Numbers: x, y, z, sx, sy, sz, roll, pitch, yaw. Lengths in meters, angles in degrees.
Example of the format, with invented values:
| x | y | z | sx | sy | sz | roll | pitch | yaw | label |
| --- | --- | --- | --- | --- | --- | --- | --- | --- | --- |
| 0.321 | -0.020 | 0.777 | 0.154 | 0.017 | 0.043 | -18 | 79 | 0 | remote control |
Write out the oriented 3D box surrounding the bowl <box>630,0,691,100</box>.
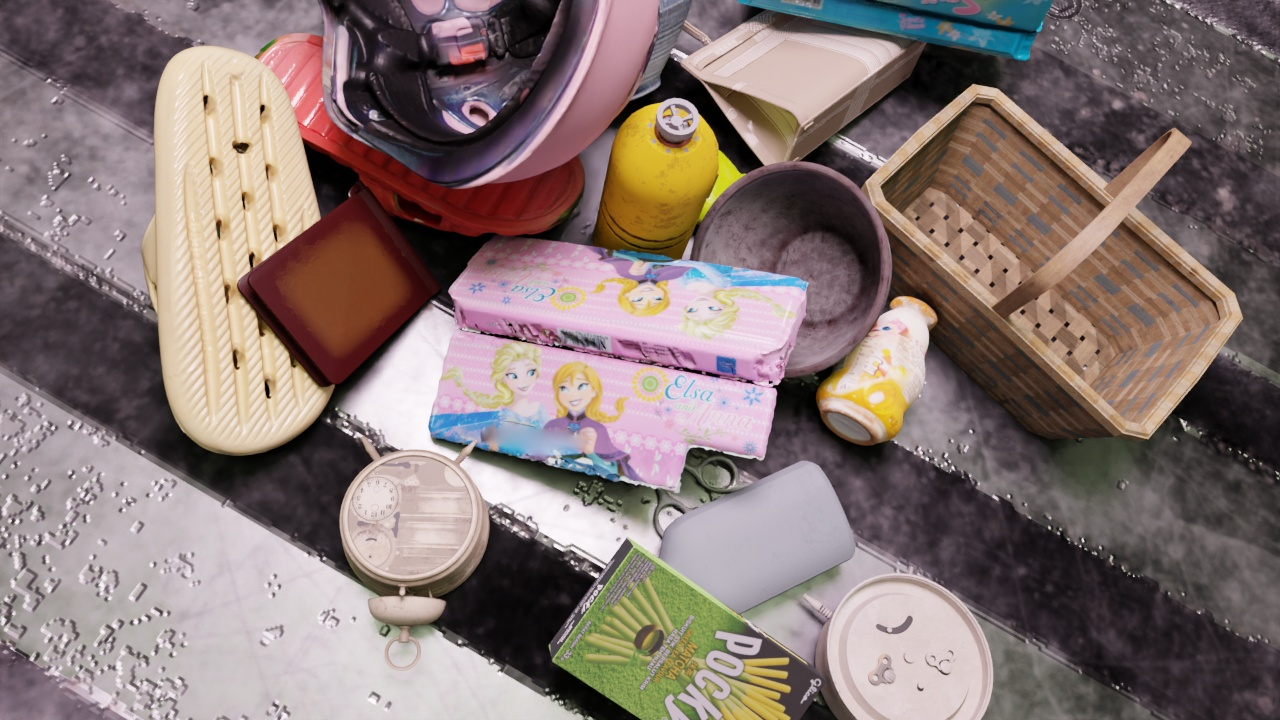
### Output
| x | y | z | sx | sy | sz | roll | pitch | yaw | label |
| --- | --- | --- | --- | --- | --- | --- | --- | --- | --- |
| -0.018 | -0.229 | 0.699 | 0.137 | 0.137 | 0.057 | -29 | 116 | -17 | bowl |

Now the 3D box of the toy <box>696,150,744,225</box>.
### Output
| x | y | z | sx | sy | sz | roll | pitch | yaw | label |
| --- | --- | --- | --- | --- | --- | --- | --- | --- | --- |
| 0.069 | -0.125 | 0.697 | 0.093 | 0.036 | 0.094 | -10 | 76 | -19 | toy |

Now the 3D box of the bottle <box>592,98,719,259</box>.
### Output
| x | y | z | sx | sy | sz | roll | pitch | yaw | label |
| --- | --- | --- | --- | --- | --- | --- | --- | --- | --- |
| 0.011 | -0.116 | 0.615 | 0.071 | 0.164 | 0.071 | 3 | 70 | -8 | bottle |

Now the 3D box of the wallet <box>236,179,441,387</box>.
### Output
| x | y | z | sx | sy | sz | roll | pitch | yaw | label |
| --- | --- | --- | --- | --- | --- | --- | --- | --- | --- |
| -0.193 | -0.051 | 0.602 | 0.091 | 0.018 | 0.115 | 56 | 48 | -22 | wallet |

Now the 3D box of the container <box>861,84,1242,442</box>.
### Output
| x | y | z | sx | sy | sz | roll | pitch | yaw | label |
| --- | --- | --- | --- | --- | --- | --- | --- | --- | --- |
| 0.283 | -0.074 | 0.629 | 0.157 | 0.187 | 0.250 | -42 | 81 | -20 | container |

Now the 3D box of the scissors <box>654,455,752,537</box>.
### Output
| x | y | z | sx | sy | sz | roll | pitch | yaw | label |
| --- | --- | --- | --- | --- | --- | --- | --- | --- | --- |
| 0.006 | 0.057 | 0.632 | 0.117 | 0.014 | 0.161 | -30 | 80 | -17 | scissors |

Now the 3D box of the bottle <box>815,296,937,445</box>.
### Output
| x | y | z | sx | sy | sz | roll | pitch | yaw | label |
| --- | --- | --- | --- | --- | --- | --- | --- | --- | --- |
| 0.171 | 0.005 | 0.649 | 0.063 | 0.063 | 0.109 | 34 | 70 | 4 | bottle |

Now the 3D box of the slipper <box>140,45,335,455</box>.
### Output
| x | y | z | sx | sy | sz | roll | pitch | yaw | label |
| --- | --- | --- | --- | --- | --- | --- | --- | --- | --- |
| -0.265 | -0.069 | 0.599 | 0.111 | 0.079 | 0.261 | -4 | 86 | -41 | slipper |

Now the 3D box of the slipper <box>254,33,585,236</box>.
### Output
| x | y | z | sx | sy | sz | roll | pitch | yaw | label |
| --- | --- | --- | --- | --- | --- | --- | --- | --- | --- |
| -0.161 | -0.151 | 0.658 | 0.249 | 0.059 | 0.103 | 23 | 70 | 1 | slipper |

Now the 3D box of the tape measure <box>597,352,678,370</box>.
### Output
| x | y | z | sx | sy | sz | roll | pitch | yaw | label |
| --- | --- | --- | --- | --- | --- | --- | --- | --- | --- |
| -0.004 | 0.004 | 0.636 | 0.058 | 0.038 | 0.058 | 19 | 68 | -1 | tape measure |

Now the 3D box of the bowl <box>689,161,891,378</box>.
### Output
| x | y | z | sx | sy | sz | roll | pitch | yaw | label |
| --- | --- | --- | --- | --- | --- | --- | --- | --- | --- |
| 0.113 | -0.061 | 0.644 | 0.145 | 0.067 | 0.145 | 0 | 91 | 33 | bowl |

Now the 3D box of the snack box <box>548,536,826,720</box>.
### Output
| x | y | z | sx | sy | sz | roll | pitch | yaw | label |
| --- | --- | --- | --- | --- | --- | --- | --- | --- | --- |
| 0.029 | 0.182 | 0.551 | 0.147 | 0.025 | 0.080 | 37 | 87 | -11 | snack box |

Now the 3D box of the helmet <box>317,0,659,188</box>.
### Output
| x | y | z | sx | sy | sz | roll | pitch | yaw | label |
| --- | --- | --- | --- | --- | --- | --- | --- | --- | --- |
| -0.085 | -0.222 | 0.564 | 0.152 | 0.231 | 0.255 | -1 | 57 | -55 | helmet |

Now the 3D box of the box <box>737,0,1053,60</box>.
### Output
| x | y | z | sx | sy | sz | roll | pitch | yaw | label |
| --- | --- | --- | --- | --- | --- | --- | --- | --- | --- |
| 0.186 | -0.283 | 0.681 | 0.227 | 0.170 | 0.085 | 15 | 109 | 9 | box |

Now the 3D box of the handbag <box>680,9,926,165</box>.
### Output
| x | y | z | sx | sy | sz | roll | pitch | yaw | label |
| --- | --- | --- | --- | --- | --- | --- | --- | --- | --- |
| 0.100 | -0.265 | 0.738 | 0.198 | 0.062 | 0.175 | 42 | 61 | 16 | handbag |

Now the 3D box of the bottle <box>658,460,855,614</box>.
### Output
| x | y | z | sx | sy | sz | roll | pitch | yaw | label |
| --- | --- | --- | --- | --- | --- | --- | --- | --- | --- |
| 0.055 | 0.127 | 0.594 | 0.161 | 0.046 | 0.072 | -22 | 85 | -16 | bottle |

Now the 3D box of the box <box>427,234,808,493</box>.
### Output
| x | y | z | sx | sy | sz | roll | pitch | yaw | label |
| --- | --- | --- | --- | --- | --- | --- | --- | --- | --- |
| -0.021 | -0.008 | 0.588 | 0.231 | 0.063 | 0.160 | 10 | 64 | 18 | box |

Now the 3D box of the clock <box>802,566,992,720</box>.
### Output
| x | y | z | sx | sy | sz | roll | pitch | yaw | label |
| --- | --- | --- | --- | --- | --- | --- | --- | --- | --- |
| 0.167 | 0.212 | 0.576 | 0.103 | 0.061 | 0.156 | -11 | 64 | -13 | clock |

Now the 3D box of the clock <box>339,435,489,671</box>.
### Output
| x | y | z | sx | sy | sz | roll | pitch | yaw | label |
| --- | --- | --- | --- | --- | --- | --- | --- | --- | --- |
| -0.142 | 0.117 | 0.566 | 0.093 | 0.055 | 0.140 | 3 | 67 | -7 | clock |
